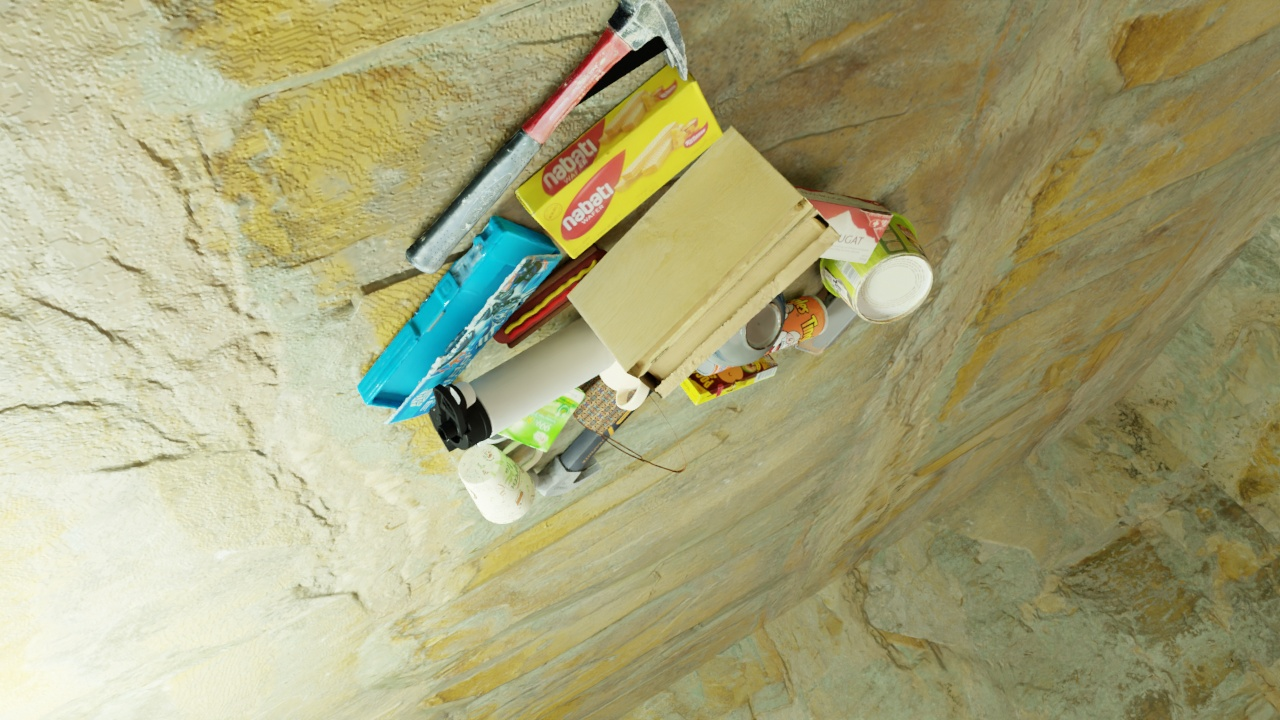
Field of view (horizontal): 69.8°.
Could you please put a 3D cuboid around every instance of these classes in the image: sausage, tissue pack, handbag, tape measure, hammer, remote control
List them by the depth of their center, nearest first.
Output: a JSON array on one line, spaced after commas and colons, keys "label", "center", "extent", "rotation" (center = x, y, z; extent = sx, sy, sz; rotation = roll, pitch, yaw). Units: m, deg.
[{"label": "hammer", "center": [-0.091, -0.198, 0.826], "extent": [0.327, 0.036, 0.140], "rotation": [-44, 149, 15]}, {"label": "sausage", "center": [-0.097, -0.070, 0.998], "extent": [0.155, 0.040, 0.040], "rotation": [-37, 151, 1]}, {"label": "remote control", "center": [-0.229, 0.071, 1.092], "extent": [0.039, 0.010, 0.125], "rotation": [-27, 150, -17]}, {"label": "tissue pack", "center": [-0.127, 0.057, 1.131], "extent": [0.099, 0.034, 0.114], "rotation": [-55, 140, 4]}, {"label": "tape measure", "center": [-0.179, 0.079, 1.152], "extent": [0.064, 0.016, 0.064], "rotation": [-22, 148, -24]}, {"label": "handbag", "center": [-0.005, 0.085, 1.234], "extent": [0.093, 0.043, 0.195], "rotation": [-45, 114, 7]}, {"label": "hammer", "center": [-0.042, 0.077, 1.282], "extent": [0.313, 0.035, 0.139], "rotation": [-48, 151, 20]}]

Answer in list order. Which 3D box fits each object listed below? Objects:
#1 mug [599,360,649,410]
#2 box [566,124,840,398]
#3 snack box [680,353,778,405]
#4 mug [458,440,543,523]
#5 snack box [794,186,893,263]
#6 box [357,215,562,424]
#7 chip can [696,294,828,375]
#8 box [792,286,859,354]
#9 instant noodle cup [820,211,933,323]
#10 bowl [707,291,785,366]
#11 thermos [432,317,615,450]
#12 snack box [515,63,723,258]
[{"label": "mug", "center": [-0.007, 0.007, 1.126], "extent": [0.085, 0.111, 0.105], "rotation": [15, 154, -21]}, {"label": "box", "center": [0.066, -0.095, 0.955], "extent": [0.249, 0.140, 0.148], "rotation": [-45, 128, 13]}, {"label": "snack box", "center": [0.126, 0.015, 1.341], "extent": [0.148, 0.061, 0.026], "rotation": [-19, 147, -29]}, {"label": "mug", "center": [-0.175, 0.144, 1.199], "extent": [0.122, 0.081, 0.097], "rotation": [-38, 145, -9]}, {"label": "snack box", "center": [0.171, -0.164, 1.068], "extent": [0.272, 0.044, 0.077], "rotation": [4, 125, -30]}, {"label": "box", "center": [-0.180, -0.031, 0.939], "extent": [0.244, 0.066, 0.090], "rotation": [-47, 150, 18]}, {"label": "chip can", "center": [0.169, -0.038, 1.308], "extent": [0.209, 0.062, 0.062], "rotation": [-19, 147, -29]}, {"label": "box", "center": [0.333, -0.099, 1.423], "extent": [0.217, 0.063, 0.156], "rotation": [-51, 159, 25]}, {"label": "instant noodle cup", "center": [0.334, -0.125, 1.278], "extent": [0.146, 0.097, 0.146], "rotation": [-9, 131, -11]}, {"label": "bowl", "center": [0.144, -0.053, 1.204], "extent": [0.150, 0.057, 0.151], "rotation": [-15, 117, -32]}, {"label": "thermos", "center": [-0.126, 0.015, 1.020], "extent": [0.229, 0.068, 0.101], "rotation": [-32, 153, -33]}, {"label": "snack box", "center": [-0.019, -0.194, 0.899], "extent": [0.201, 0.042, 0.092], "rotation": [-39, 150, 4]}]
